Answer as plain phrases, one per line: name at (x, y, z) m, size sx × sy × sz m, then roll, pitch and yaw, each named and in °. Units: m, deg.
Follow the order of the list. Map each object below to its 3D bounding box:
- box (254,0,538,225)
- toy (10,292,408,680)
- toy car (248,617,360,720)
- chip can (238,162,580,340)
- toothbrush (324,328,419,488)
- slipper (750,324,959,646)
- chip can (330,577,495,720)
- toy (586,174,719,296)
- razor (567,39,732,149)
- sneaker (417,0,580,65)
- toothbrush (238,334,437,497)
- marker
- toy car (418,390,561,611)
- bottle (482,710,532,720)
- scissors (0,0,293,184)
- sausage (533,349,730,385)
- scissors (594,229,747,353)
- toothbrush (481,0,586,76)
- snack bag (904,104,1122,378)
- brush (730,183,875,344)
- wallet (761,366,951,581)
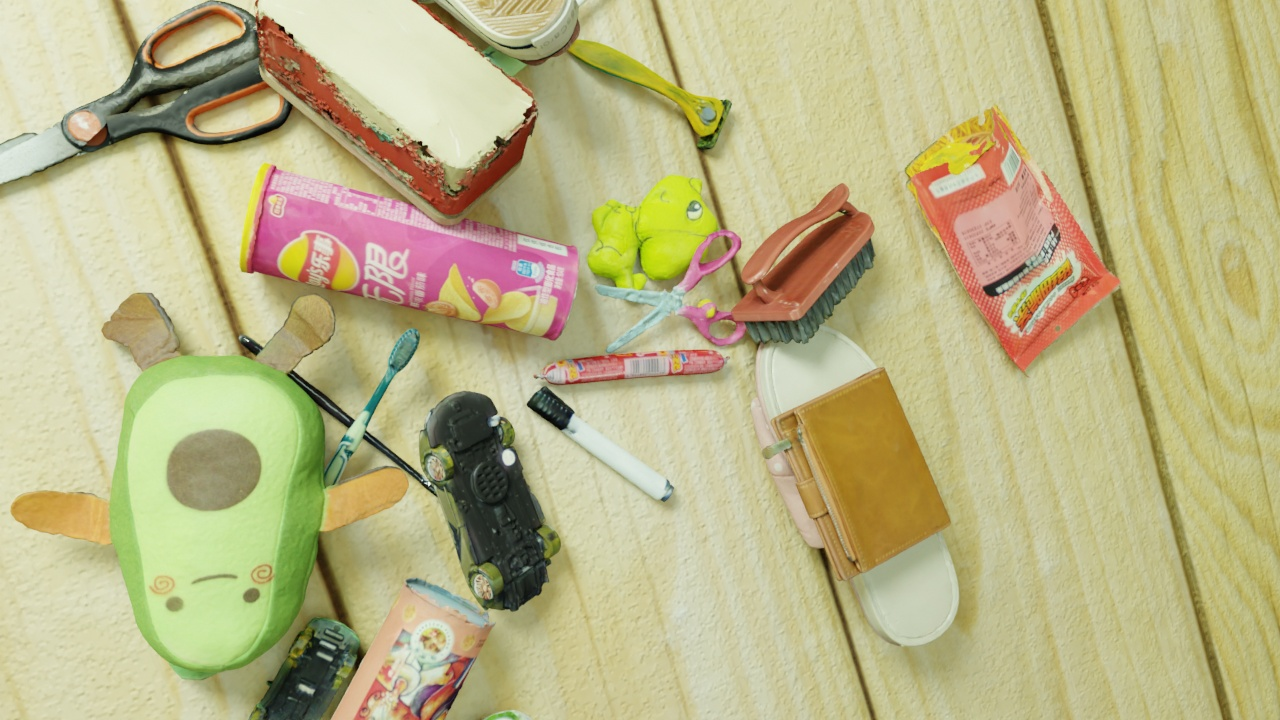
box at (-0.153, -0.175, 0.574) m, size 0.168 × 0.080 × 0.091 m, roll 39°, pitch 62°, yaw 2°
toy at (-0.260, 0.077, 0.568) m, size 0.227 × 0.090 × 0.246 m, roll -2°, pitch 87°, yaw -8°
toy car at (-0.223, 0.215, 0.609) m, size 0.043 × 0.036 × 0.091 m, roll 32°, pitch 80°, yaw -17°
chip can at (-0.150, -0.068, 0.614) m, size 0.210 × 0.071 × 0.071 m, roll 13°, pitch 86°, yaw -18°
toothbrush at (-0.198, 0.062, 0.612) m, size 0.016 × 0.018 × 0.191 m, roll 30°, pitch 91°, yaw -14°
slipper at (0.167, 0.097, 0.727) m, size 0.114 × 0.054 × 0.274 m, roll -27°, pitch 92°, yaw -19°
chip can at (-0.177, 0.255, 0.608) m, size 0.071 × 0.071 × 0.214 m, roll 30°, pitch 81°, yaw -16°
toy at (0.011, -0.093, 0.688) m, size 0.100 × 0.031 × 0.096 m, roll 6°, pitch 93°, yaw -15°
razor at (0.005, -0.207, 0.689) m, size 0.132 × 0.028 × 0.043 m, roll 25°, pitch 86°, yaw -15°
sneaker at (-0.128, -0.277, 0.612) m, size 0.118 × 0.088 × 0.241 m, roll -45°, pitch 79°, yaw -2°
toothbrush at (-0.197, 0.040, 0.628) m, size 0.181 × 0.016 × 0.018 m, roll 40°, pitch 72°, yaw -15°
marker at (-0.028, 0.063, 0.683) m, size 0.130 × 0.018 × 0.022 m, roll 36°, pitch 70°, yaw -15°
toy car at (-0.107, 0.098, 0.638) m, size 0.070 × 0.042 × 0.158 m, roll -26°, pitch 100°, yaw -47°
bottle at (-0.062, 0.344, 0.651) m, size 0.068 × 0.068 × 0.197 m, roll -31°, pitch 104°, yaw -16°
scissors at (-0.328, -0.139, 0.580) m, size 0.136 × 0.022 × 0.234 m, roll 42°, pitch 78°, yaw -14°
sausage at (-0.004, 0.004, 0.689) m, size 0.155 × 0.020 × 0.020 m, roll -4°, pitch 92°, yaw -18°
scissors at (0.030, -0.051, 0.685) m, size 0.133 × 0.017 × 0.125 m, roll 10°, pitch 113°, yaw -25°
toothbrush at (-0.084, -0.227, 0.657) m, size 0.224 × 0.026 × 0.027 m, roll -43°, pitch 66°, yaw -13°
snack bag at (0.314, -0.101, 0.775) m, size 0.128 × 0.073 × 0.208 m, roll -43°, pitch 108°, yaw -9°
brush at (0.130, -0.077, 0.699) m, size 0.145 × 0.063 × 0.069 m, roll -44°, pitch 119°, yaw -32°
wallet at (0.160, 0.084, 0.678) m, size 0.119 × 0.035 × 0.130 m, roll -22°, pitch 89°, yaw -20°
